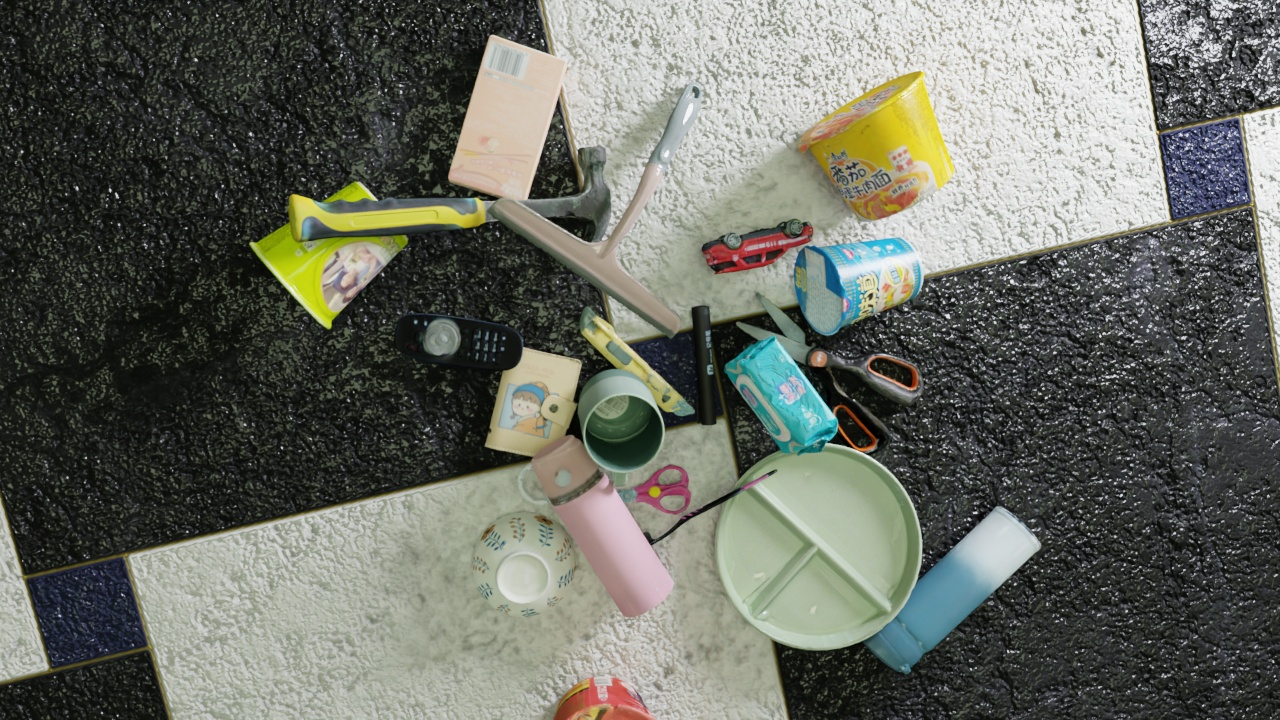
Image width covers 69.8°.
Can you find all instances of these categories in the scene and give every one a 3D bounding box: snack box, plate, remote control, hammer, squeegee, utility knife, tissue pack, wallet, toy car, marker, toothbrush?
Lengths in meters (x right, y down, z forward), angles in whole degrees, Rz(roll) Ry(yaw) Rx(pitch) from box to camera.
[{"bbox_3d":[-0.139,-0.250,0.962,0.084,0.026,0.157,17,93,-8],"label":"snack box"},{"bbox_3d":[0.196,0.206,1.021,0.230,0.027,0.230,0,90,-2],"label":"plate"},{"bbox_3d":[-0.191,-0.019,0.973,0.136,0.024,0.053,8,92,0],"label":"remote control"},{"bbox_3d":[-0.177,-0.144,0.911,0.322,0.032,0.126,-9,101,-27],"label":"hammer"},{"bbox_3d":[0.007,-0.190,0.959,0.247,0.040,0.249,33,81,-25],"label":"squeegee"},{"bbox_3d":[-0.006,0.006,1.004,0.166,0.018,0.031,42,99,-12],"label":"utility knife"},{"bbox_3d":[0.148,0.042,0.969,0.050,0.093,0.133,-35,84,-11],"label":"tissue pack"},{"bbox_3d":[-0.113,0.047,0.991,0.087,0.024,0.115,14,92,-2],"label":"wallet"},{"bbox_3d":[0.127,-0.122,0.987,0.120,0.053,0.045,-15,97,-2],"label":"toy car"},{"bbox_3d":[0.069,0.006,1.008,0.022,0.020,0.132,-2,96,23],"label":"marker"},{"bbox_3d":[0.066,0.163,1.006,0.189,0.014,0.018,-31,88,9],"label":"toothbrush"}]

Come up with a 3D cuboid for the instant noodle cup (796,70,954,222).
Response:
[{"bbox_3d":[0.252,-0.218,0.957,0.138,0.138,0.110,-33,105,-3],"label":"instant noodle cup"}]

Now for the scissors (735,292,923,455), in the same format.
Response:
[{"bbox_3d":[0.205,0.019,1.020,0.229,0.021,0.190,5,94,-7],"label":"scissors"}]

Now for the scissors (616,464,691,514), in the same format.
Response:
[{"bbox_3d":[-0.011,0.150,1.012,0.133,0.017,0.056,-8,81,-2],"label":"scissors"}]

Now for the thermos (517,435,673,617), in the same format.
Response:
[{"bbox_3d":[-0.051,0.179,0.974,0.087,0.067,0.198,-31,100,9],"label":"thermos"}]

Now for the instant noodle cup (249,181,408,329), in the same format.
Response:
[{"bbox_3d":[-0.304,-0.112,0.922,0.123,0.112,0.111,-42,97,-10],"label":"instant noodle cup"}]

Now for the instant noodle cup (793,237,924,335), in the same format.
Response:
[{"bbox_3d":[0.236,-0.086,0.981,0.109,0.099,0.099,-15,96,-18],"label":"instant noodle cup"}]

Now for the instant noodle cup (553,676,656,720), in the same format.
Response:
[{"bbox_3d":[-0.037,0.410,0.982,0.138,0.108,0.138,0,94,-5],"label":"instant noodle cup"}]

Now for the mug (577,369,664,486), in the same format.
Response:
[{"bbox_3d":[-0.023,0.072,0.956,0.082,0.106,0.112,-1,105,-8],"label":"mug"}]

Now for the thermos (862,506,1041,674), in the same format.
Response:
[{"bbox_3d":[0.346,0.259,1.032,0.220,0.070,0.070,-42,97,-1],"label":"thermos"}]

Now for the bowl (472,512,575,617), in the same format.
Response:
[{"bbox_3d":[-0.125,0.224,0.983,0.113,0.062,0.113,0,93,-5],"label":"bowl"}]
